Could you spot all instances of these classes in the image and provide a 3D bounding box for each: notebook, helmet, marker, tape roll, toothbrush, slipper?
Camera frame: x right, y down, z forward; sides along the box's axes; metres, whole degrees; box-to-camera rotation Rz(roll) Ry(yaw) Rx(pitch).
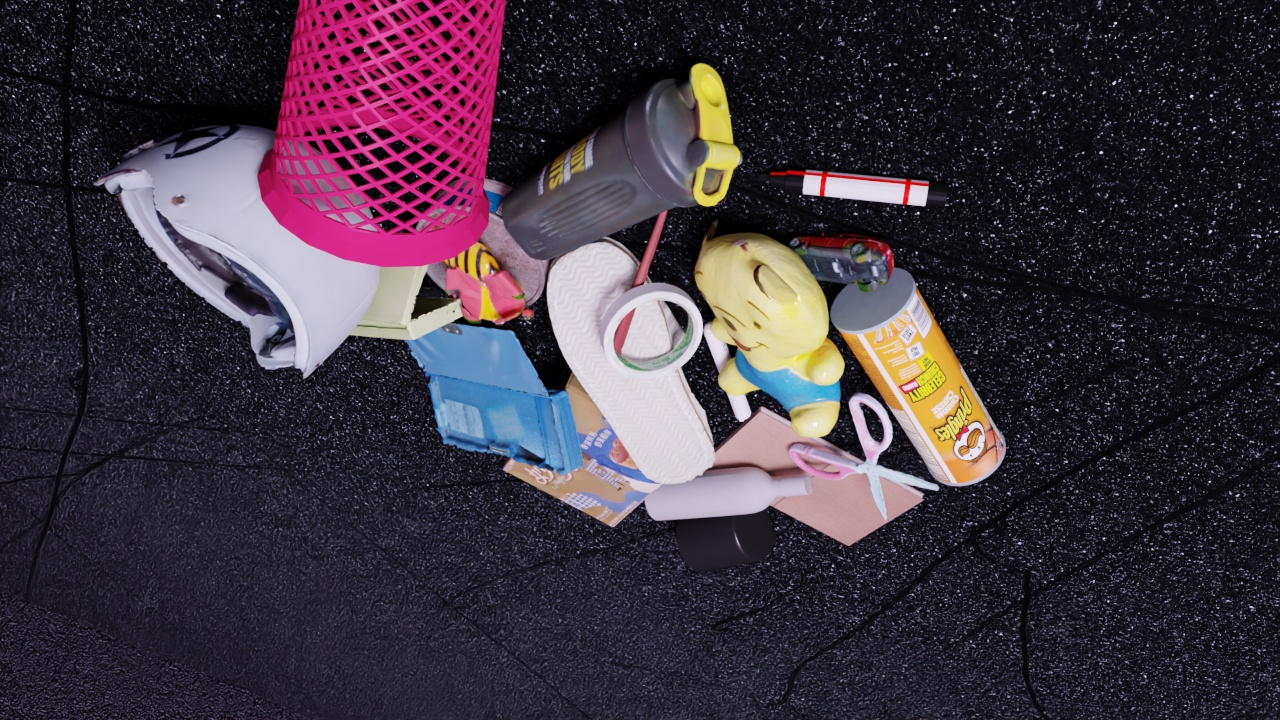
[{"bbox_3d":[0.188,0.136,1.033,0.209,0.008,0.142,28,140,-9],"label":"notebook"},{"bbox_3d":[-0.348,-0.120,0.848,0.264,0.163,0.237,13,143,45],"label":"helmet"},{"bbox_3d":[0.088,0.012,0.926,0.017,0.020,0.134,-5,134,22],"label":"marker"},{"bbox_3d":[0.010,-0.026,0.828,0.093,0.018,0.094,-9,127,-12],"label":"tape roll"},{"bbox_3d":[0.165,-0.137,0.724,0.146,0.019,0.019,9,139,14],"label":"marker"},{"bbox_3d":[0.007,-0.082,0.808,0.016,0.016,0.190,17,119,-8],"label":"toothbrush"},{"bbox_3d":[-0.005,0.005,0.894,0.114,0.054,0.273,-22,113,5],"label":"slipper"}]

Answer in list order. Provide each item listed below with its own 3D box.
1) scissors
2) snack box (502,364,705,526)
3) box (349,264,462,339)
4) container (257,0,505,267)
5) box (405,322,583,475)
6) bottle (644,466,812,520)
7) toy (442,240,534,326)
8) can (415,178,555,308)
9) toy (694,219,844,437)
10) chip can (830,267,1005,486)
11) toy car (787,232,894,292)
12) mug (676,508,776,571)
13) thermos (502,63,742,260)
[{"bbox_3d":[0.215,0.095,0.915,0.171,0.013,0.172,16,137,43],"label":"scissors"},{"bbox_3d":[-0.046,0.091,1.034,0.155,0.069,0.203,30,140,-10],"label":"snack box"},{"bbox_3d":[-0.265,-0.056,0.923,0.188,0.077,0.090,7,140,42],"label":"box"},{"bbox_3d":[-0.180,-0.214,0.679,0.183,0.182,0.226,23,133,-3],"label":"container"},{"bbox_3d":[-0.165,0.027,0.983,0.232,0.047,0.177,9,126,44],"label":"box"},{"bbox_3d":[0.099,0.148,1.034,0.196,0.052,0.052,-11,131,33],"label":"bottle"},{"bbox_3d":[-0.143,-0.068,0.847,0.084,0.046,0.103,1,134,42],"label":"toy"},{"bbox_3d":[-0.145,-0.107,0.870,0.130,0.044,0.130,12,140,10],"label":"can"},{"bbox_3d":[0.114,-0.031,0.798,0.149,0.083,0.214,33,157,43],"label":"toy"},{"bbox_3d":[0.252,0.019,0.821,0.075,0.075,0.215,-15,129,35],"label":"chip can"},{"bbox_3d":[0.166,-0.086,0.768,0.091,0.036,0.042,6,141,34],"label":"toy car"},{"bbox_3d":[0.113,0.211,1.108,0.088,0.078,0.113,-22,152,39],"label":"mug"},{"bbox_3d":[-0.018,-0.146,0.739,0.221,0.097,0.098,-19,127,43],"label":"thermos"}]
